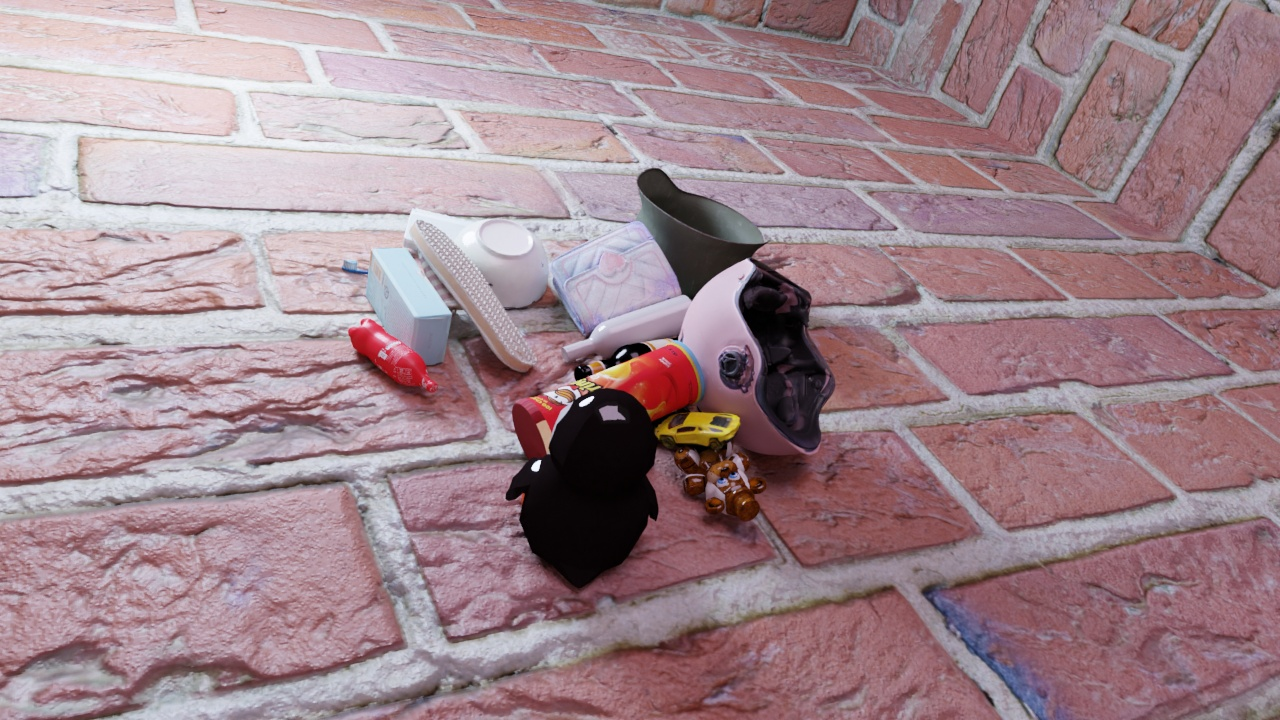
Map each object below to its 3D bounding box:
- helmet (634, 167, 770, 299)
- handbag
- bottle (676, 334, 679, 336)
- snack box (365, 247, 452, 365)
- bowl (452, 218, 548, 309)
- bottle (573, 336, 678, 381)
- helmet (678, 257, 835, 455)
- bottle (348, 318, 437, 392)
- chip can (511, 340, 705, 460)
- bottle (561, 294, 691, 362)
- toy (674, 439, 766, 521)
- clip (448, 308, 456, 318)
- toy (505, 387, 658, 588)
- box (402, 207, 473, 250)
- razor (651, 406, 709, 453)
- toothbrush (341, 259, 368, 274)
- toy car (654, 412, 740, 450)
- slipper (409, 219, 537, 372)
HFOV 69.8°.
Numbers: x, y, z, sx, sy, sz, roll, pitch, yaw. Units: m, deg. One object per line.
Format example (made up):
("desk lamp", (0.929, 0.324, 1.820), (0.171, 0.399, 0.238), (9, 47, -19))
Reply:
("helmet", (0.080, -0.183, 1.461), (0.227, 0.154, 0.267), (37, 31, 19))
("handbag", (-0.037, -0.116, 1.314), (0.158, 0.069, 0.126), (-26, 68, -14))
("bottle", (0.085, -0.005, 1.299), (0.043, 0.043, 0.111), (2, 34, -24))
("snack box", (-0.301, -0.072, 1.181), (0.053, 0.075, 0.174), (-6, 38, -34))
("bowl", (-0.202, -0.152, 1.329), (0.153, 0.073, 0.153), (13, 43, -13))
("bottle", (-0.007, 0.007, 1.216), (0.181, 0.059, 0.059), (-9, 41, -36))
("helmet", (0.137, 0.007, 1.158), (0.229, 0.153, 0.255), (0, 72, -62))
("bottle", (-0.296, -0.003, 1.106), (0.141, 0.042, 0.041), (34, 35, 24))
("chip can", (-0.035, 0.050, 1.061), (0.213, 0.087, 0.087), (-22, 47, -25))
("bottle", (-0.017, -0.038, 1.267), (0.194, 0.053, 0.052), (-20, 46, -23))
("toy", (0.096, 0.139, 1.059), (0.087, 0.067, 0.112), (-23, 32, -15))
("clip", (-0.266, -0.063, 1.239), (0.026, 0.049, 0.061), (15, -10, -2))
("toy", (-0.045, 0.117, 0.908), (0.159, 0.184, 0.140), (10, 33, -12))
("box", (-0.261, -0.193, 1.423), (0.197, 0.044, 0.135), (13, 31, -13))
("razor", (0.029, 0.074, 1.140), (0.140, 0.053, 0.063), (36, 49, 25))
("toothbrush", (-0.350, -0.120, 1.286), (0.135, 0.017, 0.021), (12, 35, -8))
("toy car", (0.065, 0.080, 1.072), (0.107, 0.030, 0.048), (-2, 30, 27))
("slipper", (-0.229, -0.080, 1.213), (0.263, 0.052, 0.115), (52, 12, 20))
